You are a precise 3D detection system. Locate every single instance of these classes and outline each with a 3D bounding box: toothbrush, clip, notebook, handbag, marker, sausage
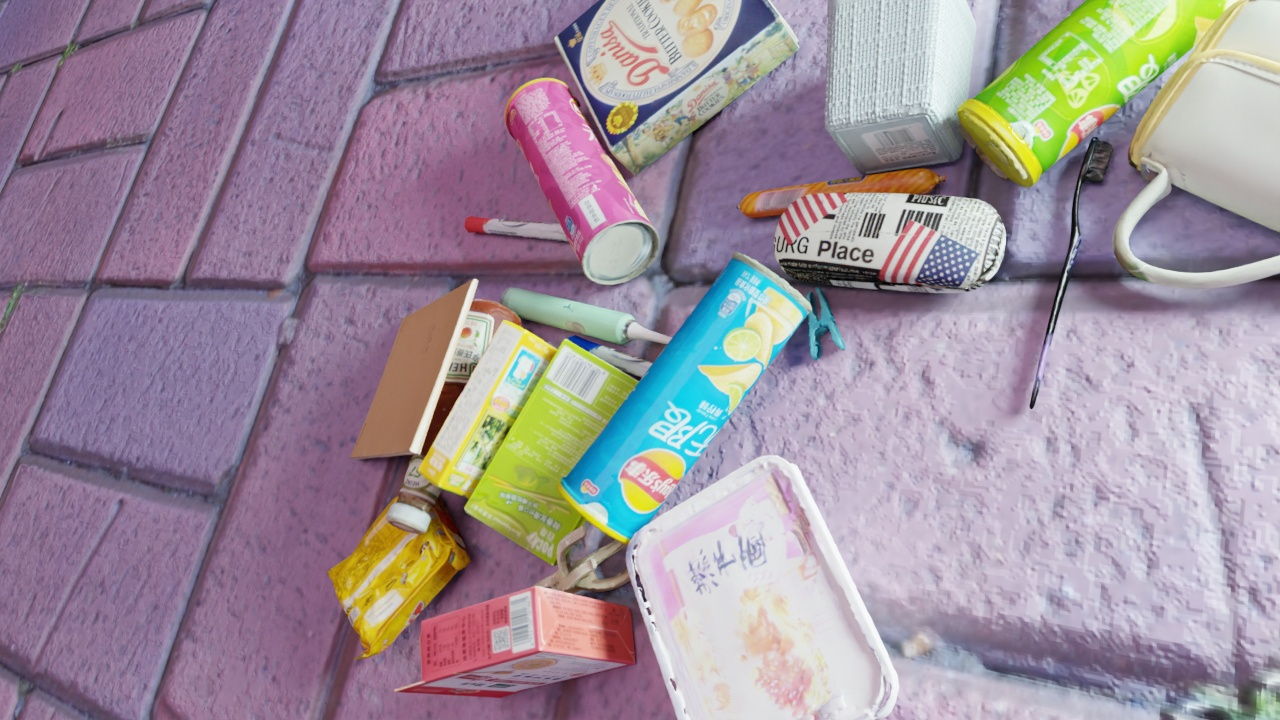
[{"bbox_3d":[0.271,-0.057,0.579,0.017,0.014,0.188,13,77,25],"label":"toothbrush"},{"bbox_3d":[-0.038,0.160,0.687,0.035,0.094,0.103,68,149,33],"label":"clip"},{"bbox_3d":[-0.204,0.015,0.813,0.212,0.012,0.149,-13,58,60],"label":"notebook"},{"bbox_3d":[0.130,-0.028,0.661,0.049,0.015,0.056,-21,59,28],"label":"clip"},{"bbox_3d":[0.361,-0.108,0.514,0.179,0.063,0.163,-52,49,8],"label":"handbag"},{"bbox_3d":[-0.112,-0.125,0.867,0.145,0.017,0.017,10,76,37],"label":"marker"},{"bbox_3d":[-0.035,-0.031,0.767,0.225,0.026,0.027,15,57,37],"label":"toothbrush"},{"bbox_3d":[-0.004,0.004,0.736,0.146,0.017,0.017,19,81,38],"label":"marker"},{"bbox_3d":[0.145,-0.125,0.689,0.165,0.021,0.021,-2,69,34],"label":"sausage"}]

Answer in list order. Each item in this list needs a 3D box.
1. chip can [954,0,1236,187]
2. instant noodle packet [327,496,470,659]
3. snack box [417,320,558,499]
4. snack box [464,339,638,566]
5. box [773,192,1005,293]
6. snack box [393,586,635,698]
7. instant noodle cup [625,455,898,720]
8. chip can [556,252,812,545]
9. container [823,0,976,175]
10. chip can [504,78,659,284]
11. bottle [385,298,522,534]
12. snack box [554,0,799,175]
[{"bbox_3d":[0.310,-0.209,0.582,0.221,0.072,0.072,-41,52,13],"label":"chip can"},{"bbox_3d":[-0.207,0.178,0.780,0.128,0.044,0.111,-47,45,3],"label":"instant noodle packet"},{"bbox_3d":[-0.109,0.047,0.744,0.034,0.087,0.140,24,84,38],"label":"snack box"},{"bbox_3d":[-0.061,0.071,0.716,0.086,0.026,0.156,29,87,10],"label":"snack box"},{"bbox_3d":[0.171,-0.081,0.644,0.164,0.059,0.072,12,96,38],"label":"box"},{"bbox_3d":[-0.087,0.200,0.643,0.127,0.113,0.044,-22,60,25],"label":"snack box"},{"bbox_3d":[0.078,0.164,0.582,0.138,0.060,0.173,-34,53,18],"label":"instant noodle cup"},{"bbox_3d":[0.031,0.027,0.651,0.071,0.071,0.210,38,91,39],"label":"chip can"},{"bbox_3d":[0.185,-0.201,0.657,0.090,0.090,0.111,-3,72,33],"label":"container"},{"bbox_3d":[-0.055,-0.161,0.811,0.071,0.071,0.210,-38,54,14],"label":"chip can"},{"bbox_3d":[-0.160,0.045,0.777,0.060,0.060,0.205,1,61,35],"label":"bottle"},{"bbox_3d":[0.025,-0.286,0.828,0.183,0.045,0.177,-35,54,16],"label":"snack box"}]
